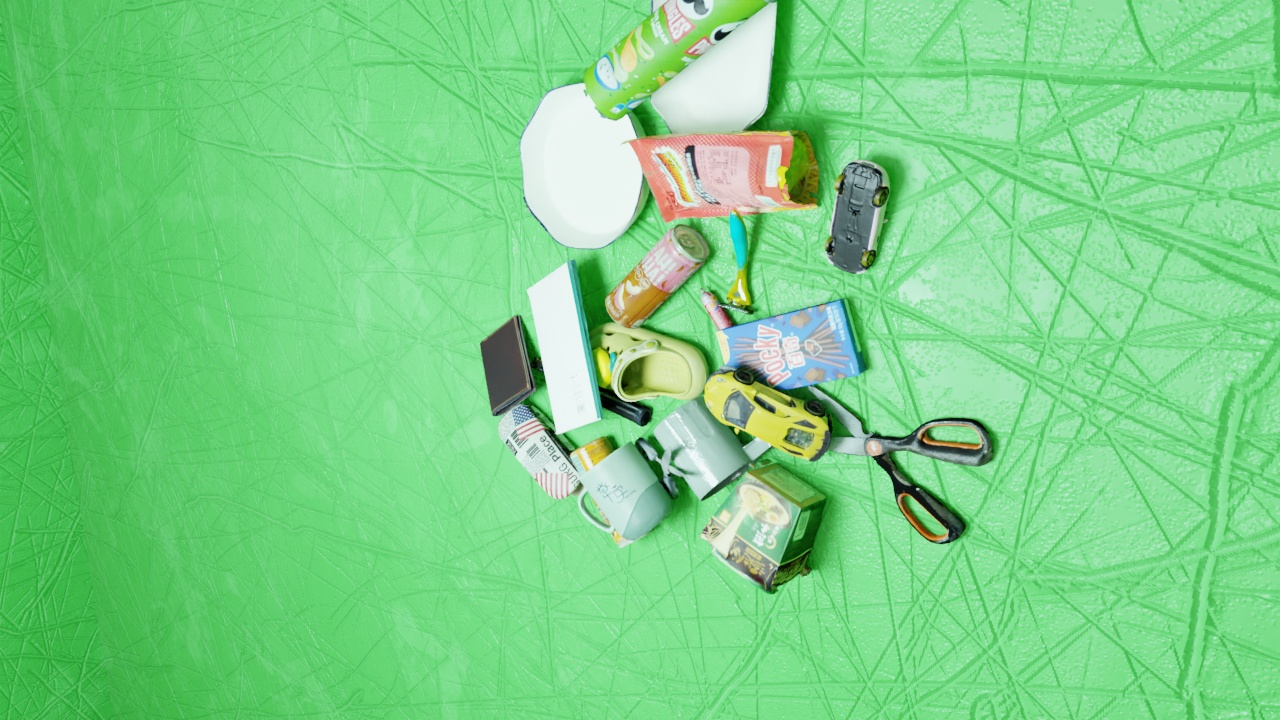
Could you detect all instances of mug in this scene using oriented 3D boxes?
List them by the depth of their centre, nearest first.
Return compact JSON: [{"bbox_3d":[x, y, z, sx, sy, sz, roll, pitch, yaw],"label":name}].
[{"bbox_3d":[0.092,0.094,1.118,0.124,0.083,0.103,-40,74,11],"label":"mug"},{"bbox_3d":[-0.026,0.178,1.185,0.112,0.082,0.106,-37,86,19],"label":"mug"}]

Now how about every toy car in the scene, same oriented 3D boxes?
[{"bbox_3d":[0.227,-0.150,0.957,0.056,0.037,0.123,29,132,32],"label":"toy car"},{"bbox_3d":[0.142,0.062,1.039,0.156,0.041,0.071,26,130,7],"label":"toy car"}]

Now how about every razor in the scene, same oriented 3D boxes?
[{"bbox_3d":[0.111,-0.114,1.048,0.043,0.028,0.133,22,133,34],"label":"razor"}]

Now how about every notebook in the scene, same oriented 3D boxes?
[{"bbox_3d":[-0.101,-0.014,1.217,0.151,0.012,0.209,-23,77,60],"label":"notebook"}]

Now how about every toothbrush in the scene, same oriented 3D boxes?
[{"bbox_3d":[-0.074,0.039,1.260,0.213,0.026,0.027,24,88,33],"label":"toothbrush"}]

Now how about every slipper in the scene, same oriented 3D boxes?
[{"bbox_3d":[-0.007,0.007,1.160,0.191,0.081,0.092,11,111,33],"label":"slipper"}]

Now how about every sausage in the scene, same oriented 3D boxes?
[{"bbox_3d":[0.112,-0.022,1.096,0.020,0.020,0.156,-35,81,40],"label":"sausage"}]

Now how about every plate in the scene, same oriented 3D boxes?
[{"bbox_3d":[0.085,-0.372,1.004,0.162,0.034,0.266,13,111,35],"label":"plate"},{"bbox_3d":[-0.067,-0.244,1.157,0.205,0.045,0.205,13,111,37],"label":"plate"}]

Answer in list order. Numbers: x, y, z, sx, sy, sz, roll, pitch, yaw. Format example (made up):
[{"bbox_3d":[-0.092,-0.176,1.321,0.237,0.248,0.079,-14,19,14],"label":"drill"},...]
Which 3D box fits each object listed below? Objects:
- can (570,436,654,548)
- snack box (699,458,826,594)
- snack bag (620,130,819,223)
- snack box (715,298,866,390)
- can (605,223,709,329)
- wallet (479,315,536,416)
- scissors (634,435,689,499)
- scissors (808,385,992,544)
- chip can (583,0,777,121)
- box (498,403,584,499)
[{"bbox_3d":[-0.039,0.178,1.250,0.058,0.058,0.146,-34,81,40],"label":"can"},{"bbox_3d":[0.153,0.188,1.073,0.117,0.118,0.106,33,111,27],"label":"snack box"},{"bbox_3d":[0.088,-0.205,1.019,0.208,0.073,0.128,5,146,36],"label":"snack bag"},{"bbox_3d":[0.167,-0.011,1.037,0.157,0.026,0.084,-14,94,32],"label":"snack box"},{"bbox_3d":[0.018,-0.100,1.122,0.148,0.057,0.058,-43,75,38],"label":"can"},{"bbox_3d":[-0.194,0.008,1.325,0.097,0.020,0.122,-33,61,35],"label":"wallet"},{"bbox_3d":[0.031,0.133,1.150,0.159,0.014,0.172,43,160,45],"label":"scissors"},{"bbox_3d":[0.276,0.110,1.002,0.222,0.021,0.223,-21,90,40],"label":"scissors"},{"bbox_3d":[0.037,-0.346,0.980,0.237,0.072,0.072,-27,86,40],"label":"chip can"},{"bbox_3d":[-0.143,0.127,1.304,0.163,0.079,0.074,48,123,25],"label":"box"}]
